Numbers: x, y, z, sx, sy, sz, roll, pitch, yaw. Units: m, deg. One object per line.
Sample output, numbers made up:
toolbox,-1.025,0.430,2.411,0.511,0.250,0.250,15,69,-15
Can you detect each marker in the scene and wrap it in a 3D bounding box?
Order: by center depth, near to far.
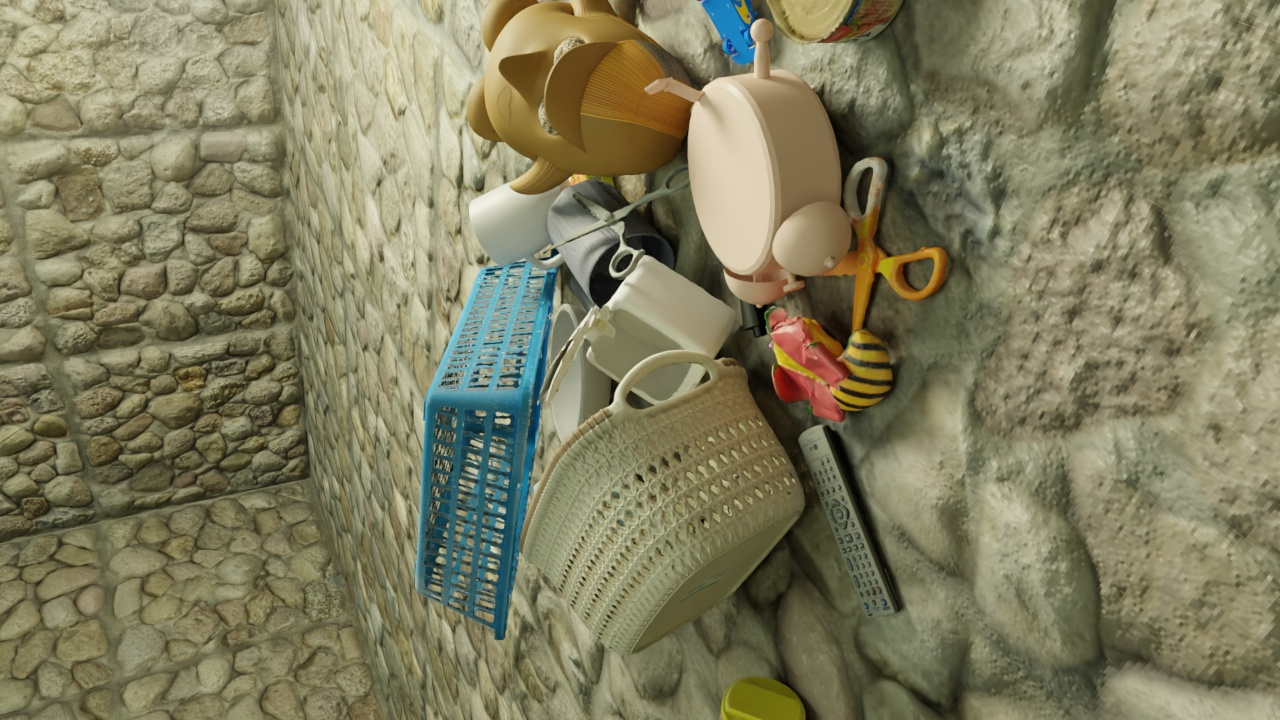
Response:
marker,0.076,-0.079,0.692,0.025,0.025,0.126,-24,78,62

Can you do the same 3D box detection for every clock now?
clock,0.071,-0.120,0.614,0.160,0.086,0.131,68,162,3

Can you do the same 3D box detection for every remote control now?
remote control,0.144,0.111,0.640,0.033,0.013,0.136,-42,62,59

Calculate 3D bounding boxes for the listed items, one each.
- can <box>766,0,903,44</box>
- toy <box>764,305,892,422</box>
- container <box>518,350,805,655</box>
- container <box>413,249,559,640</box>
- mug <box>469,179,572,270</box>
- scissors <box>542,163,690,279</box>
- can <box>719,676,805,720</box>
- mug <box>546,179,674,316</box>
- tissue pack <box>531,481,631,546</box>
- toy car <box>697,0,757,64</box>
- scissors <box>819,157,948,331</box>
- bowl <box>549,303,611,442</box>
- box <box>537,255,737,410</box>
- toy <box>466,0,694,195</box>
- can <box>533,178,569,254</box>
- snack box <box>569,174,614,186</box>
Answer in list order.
can,0.115,-0.232,0.542,0.086,0.043,0.086,30,126,55
toy,0.120,0.002,0.613,0.103,0.046,0.084,18,127,50
container,0.016,0.119,0.720,0.143,0.184,0.247,55,148,22
container,-0.146,0.057,0.904,0.361,0.089,0.258,-93,11,-65
mug,-0.097,-0.130,0.888,0.107,0.089,0.071,49,-154,-45
scissors,-0.010,-0.122,0.747,0.174,0.014,0.141,-34,42,16
can,0.094,0.319,0.751,0.067,0.067,0.105,42,135,50
mug,-0.033,-0.088,0.834,0.104,0.083,0.124,54,146,42
tissue pack,-0.053,0.157,0.975,0.182,0.069,0.112,-42,62,56
toy car,0.072,-0.266,0.649,0.092,0.061,0.033,55,158,-19
scissors,0.144,-0.070,0.579,0.125,0.011,0.127,-4,97,65
bowl,-0.058,0.016,0.950,0.150,0.043,0.149,178,90,-72
box,-0.015,0.000,0.726,0.126,0.136,0.109,32,143,1
toy,-0.047,-0.216,0.748,0.203,0.162,0.199,31,114,42
can,-0.108,-0.155,0.971,0.128,0.064,0.064,-19,83,62
snack box,-0.058,-0.222,0.891,0.040,0.028,0.148,-19,83,63
